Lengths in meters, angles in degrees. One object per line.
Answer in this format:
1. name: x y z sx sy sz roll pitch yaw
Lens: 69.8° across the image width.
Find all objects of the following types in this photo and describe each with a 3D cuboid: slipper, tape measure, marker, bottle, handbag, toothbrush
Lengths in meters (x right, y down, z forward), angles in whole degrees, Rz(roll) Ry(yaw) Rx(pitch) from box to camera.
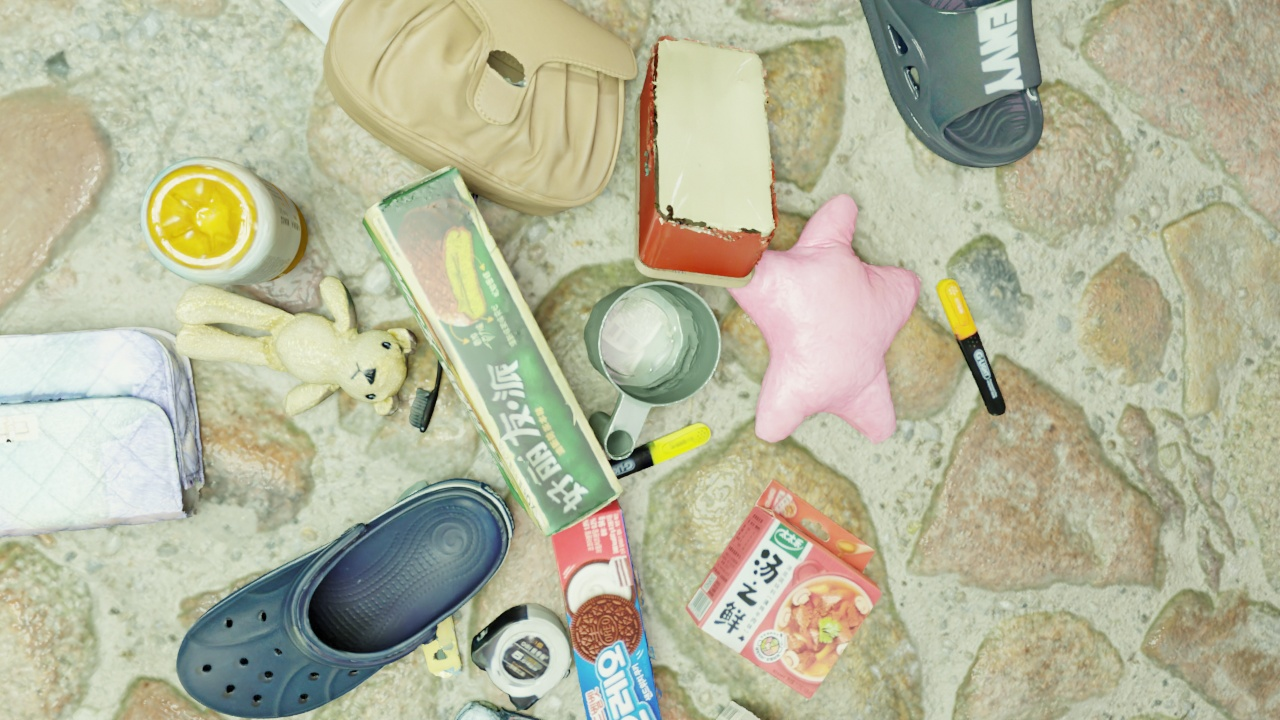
1. slipper: 0.231 -0.270 0.691 0.110 0.083 0.268 -29 97 -5
2. slipper: -0.199 0.175 0.632 0.253 0.095 0.105 -31 96 -2
3. tape measure: -0.086 0.220 0.693 0.066 0.033 0.066 -37 101 -3
4. marker: -0.003 0.077 0.706 0.124 0.015 0.018 -22 94 -7
5. bottle: -0.244 -0.080 0.561 0.068 0.189 0.068 -1 95 -12
6. handbag: -0.399 0.048 0.601 0.193 0.075 0.134 -5 95 -9
7. toothbrush: -0.143 -0.039 0.674 0.017 0.014 0.189 13 91 1
8. handbag: -0.100 -0.191 0.617 0.204 0.100 0.147 25 83 -23
9. marker: 0.272 -0.010 0.751 0.018 0.015 0.124 -26 100 -3

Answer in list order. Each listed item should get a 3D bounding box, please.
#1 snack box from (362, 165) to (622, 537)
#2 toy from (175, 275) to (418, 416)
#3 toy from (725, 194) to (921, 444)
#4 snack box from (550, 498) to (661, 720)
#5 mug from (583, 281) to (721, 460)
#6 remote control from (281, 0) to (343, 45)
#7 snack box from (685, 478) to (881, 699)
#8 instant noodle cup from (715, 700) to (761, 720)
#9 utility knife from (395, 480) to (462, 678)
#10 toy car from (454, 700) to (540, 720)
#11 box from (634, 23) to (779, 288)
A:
1. snack box: -0.102 -0.006 0.621 0.063 0.114 0.240 -30 104 -14
2. toy: -0.236 -0.010 0.631 0.157 0.066 0.105 16 96 -18
3. toy: 0.150 -0.023 0.700 0.178 0.075 0.194 -22 101 -19
4. snack box: -0.023 0.208 0.691 0.058 0.057 0.207 -11 97 -7
5. mug: -0.004 0.004 0.656 0.083 0.103 0.124 23 91 -12
6. remote control: -0.218 -0.257 0.639 0.136 0.020 0.056 45 85 -10
7. snack box: 0.118 0.179 0.721 0.113 0.044 0.127 35 87 -11
8. instant noodle cup: 0.074 0.340 0.697 0.116 0.117 0.124 40 75 -10
9. utility knife: -0.158 0.165 0.687 0.031 0.018 0.152 -11 100 -4
10. toy car: -0.094 0.296 0.698 0.105 0.031 0.049 22 91 -12
11. box: 0.046 -0.143 0.628 0.091 0.079 0.168 6 60 -11
